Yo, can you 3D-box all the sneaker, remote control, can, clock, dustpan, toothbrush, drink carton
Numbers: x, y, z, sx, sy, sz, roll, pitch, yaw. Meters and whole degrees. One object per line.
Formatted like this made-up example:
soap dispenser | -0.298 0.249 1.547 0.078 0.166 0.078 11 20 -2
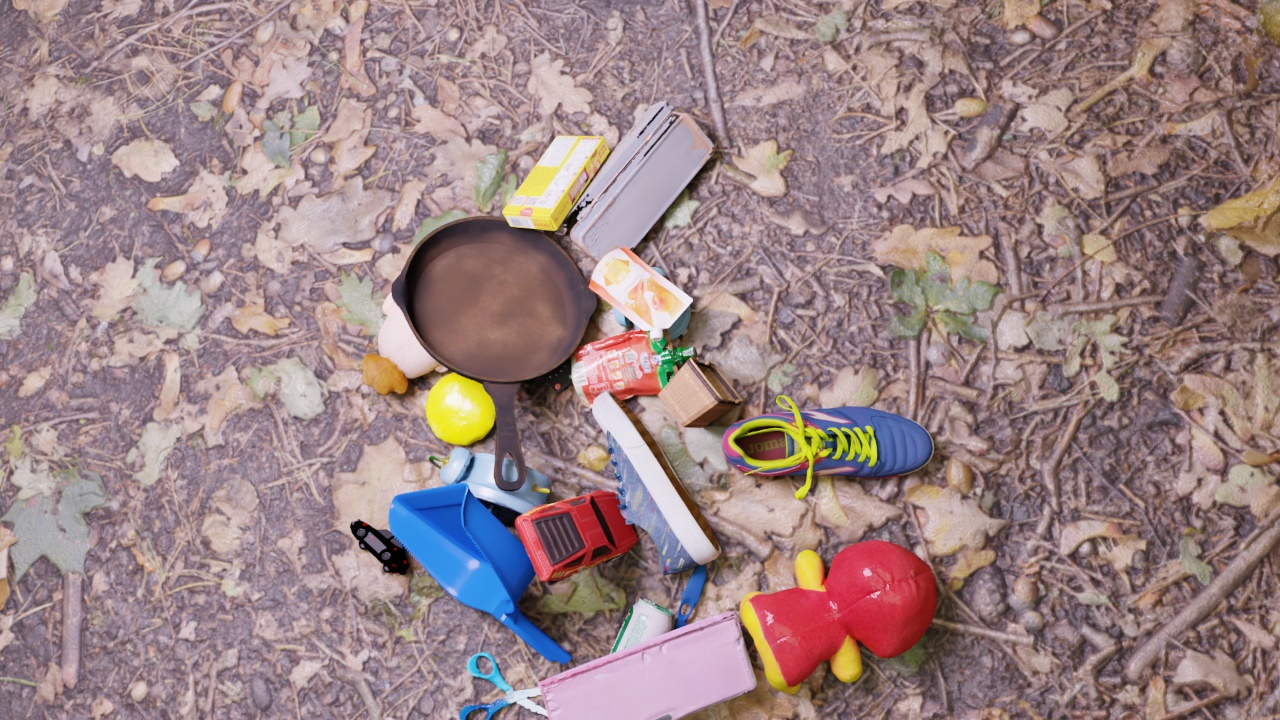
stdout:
sneaker | 0.214 0.101 1.049 0.242 0.091 0.116 -3 75 7
remote control | -0.127 -0.016 1.167 0.039 0.010 0.124 -37 75 0
can | -0.003 0.329 1.053 0.053 0.053 0.101 24 83 13
clock | 0.009 -0.072 1.147 0.123 0.042 0.087 37 86 19
dustpan | -0.165 0.251 1.050 0.257 0.246 0.059 45 60 -17
toothbrush | 0.049 0.300 1.071 0.021 0.016 0.132 22 83 8
sneaker | 0.000 0.147 1.078 0.079 0.087 0.235 -35 80 7
drink carton | 0.000 -0.081 1.109 0.122 0.039 0.069 40 86 26
clock | -0.178 0.150 1.087 0.162 0.118 0.060 18 70 5

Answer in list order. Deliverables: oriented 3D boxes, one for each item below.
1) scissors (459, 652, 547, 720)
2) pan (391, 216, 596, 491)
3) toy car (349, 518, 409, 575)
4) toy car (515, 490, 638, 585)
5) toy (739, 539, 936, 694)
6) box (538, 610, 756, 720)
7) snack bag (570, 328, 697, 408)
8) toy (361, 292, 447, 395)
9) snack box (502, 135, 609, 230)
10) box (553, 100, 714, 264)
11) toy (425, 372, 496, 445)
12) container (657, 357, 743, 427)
scissors | -0.155 0.407 1.083 0.133 0.015 0.103 22 79 8
pan | -0.171 -0.011 1.099 0.248 0.043 0.355 1 65 -19
toy car | -0.319 0.227 1.131 0.092 0.042 0.036 38 60 15
toy car | -0.067 0.193 1.030 0.056 0.189 0.081 -32 76 26
toy | 0.223 0.278 1.011 0.216 0.098 0.147 -26 83 7
box | 0.010 0.355 1.005 0.232 0.046 0.098 -15 96 -14
snack bag | -0.007 0.007 1.117 0.155 0.044 0.087 -13 99 13
toy | -0.280 -0.028 1.162 0.176 0.076 0.132 -45 88 -5
snack box | -0.106 -0.227 1.163 0.075 0.025 0.152 10 55 30
box | -0.007 -0.220 1.169 0.108 0.095 0.216 40 87 -8
toy | -0.224 0.059 1.151 0.094 0.041 0.095 35 85 9
container | 0.070 0.042 1.079 0.061 0.114 0.063 -41 75 12
